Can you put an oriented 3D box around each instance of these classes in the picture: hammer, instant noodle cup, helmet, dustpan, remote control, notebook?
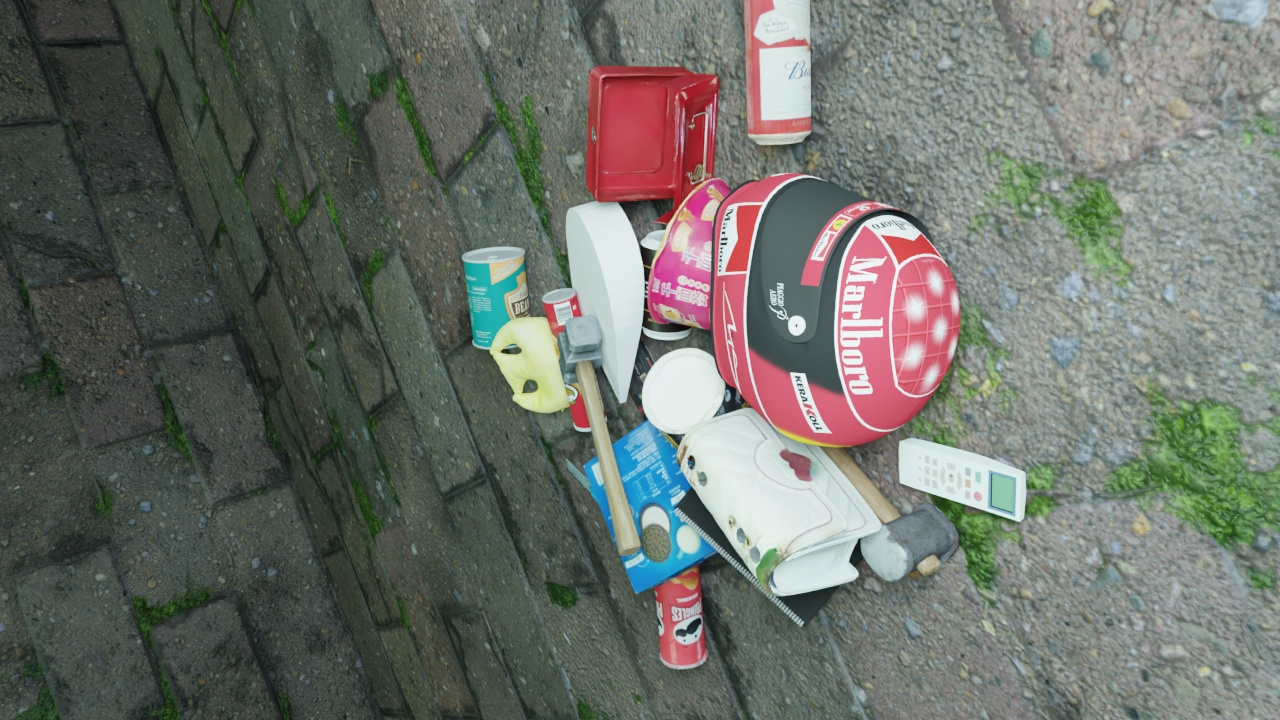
[{"bbox_3d":[0.218,0.105,1.031,0.328,0.097,0.052,53,138,32],"label":"hammer"},{"bbox_3d":[0.089,-0.108,1.036,0.078,0.178,0.179,27,127,22],"label":"instant noodle cup"},{"bbox_3d":[0.194,-0.050,0.895,0.225,0.197,0.271,7,102,50],"label":"helmet"},{"bbox_3d":[-0.043,-0.097,1.244,0.258,0.053,0.191,88,160,-51],"label":"dustpan"},{"bbox_3d":[0.327,0.117,0.938,0.143,0.024,0.049,15,117,50],"label":"remote control"},{"bbox_3d":[0.160,0.189,1.087,0.207,0.016,0.149,40,94,23],"label":"notebook"},{"bbox_3d":[-0.052,0.100,1.220,0.117,0.051,0.322,108,150,-60],"label":"hammer"},{"bbox_3d":[0.070,0.051,1.088,0.137,0.112,0.137,-11,66,25],"label":"instant noodle cup"}]

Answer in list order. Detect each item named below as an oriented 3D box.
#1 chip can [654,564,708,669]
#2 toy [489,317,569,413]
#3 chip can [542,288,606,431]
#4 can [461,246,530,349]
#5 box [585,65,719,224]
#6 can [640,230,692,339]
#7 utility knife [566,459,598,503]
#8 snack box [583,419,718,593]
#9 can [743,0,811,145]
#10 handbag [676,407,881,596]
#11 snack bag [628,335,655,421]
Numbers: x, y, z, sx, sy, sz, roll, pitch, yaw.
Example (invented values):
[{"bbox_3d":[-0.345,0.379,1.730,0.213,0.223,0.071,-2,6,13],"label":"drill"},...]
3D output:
[{"bbox_3d":[0.054,0.327,1.331,0.073,0.073,0.233,14,115,48],"label":"chip can"},{"bbox_3d":[-0.150,0.008,1.436,0.155,0.064,0.170,-14,112,22],"label":"toy"},{"bbox_3d":[-0.097,0.001,1.368,0.052,0.051,0.215,16,127,47],"label":"chip can"},{"bbox_3d":[-0.229,-0.102,1.477,0.099,0.099,0.144,18,119,47],"label":"can"},{"bbox_3d":[0.008,-0.261,1.083,0.156,0.146,0.158,16,118,27],"label":"box"},{"bbox_3d":[0.035,-0.097,1.173,0.072,0.071,0.129,26,124,43],"label":"can"},{"bbox_3d":[-0.053,0.221,1.437,0.225,0.015,0.031,38,131,36],"label":"utility knife"},{"bbox_3d":[0.048,0.172,1.216,0.240,0.056,0.195,-38,67,34],"label":"snack box"},{"bbox_3d":[0.142,-0.312,0.950,0.067,0.067,0.170,16,117,47],"label":"can"},{"bbox_3d":[0.139,0.143,0.967,0.198,0.141,0.096,53,136,43],"label":"handbag"},{"bbox_3d":[-0.008,0.008,1.315,0.075,0.018,0.155,-39,74,51],"label":"snack bag"}]
